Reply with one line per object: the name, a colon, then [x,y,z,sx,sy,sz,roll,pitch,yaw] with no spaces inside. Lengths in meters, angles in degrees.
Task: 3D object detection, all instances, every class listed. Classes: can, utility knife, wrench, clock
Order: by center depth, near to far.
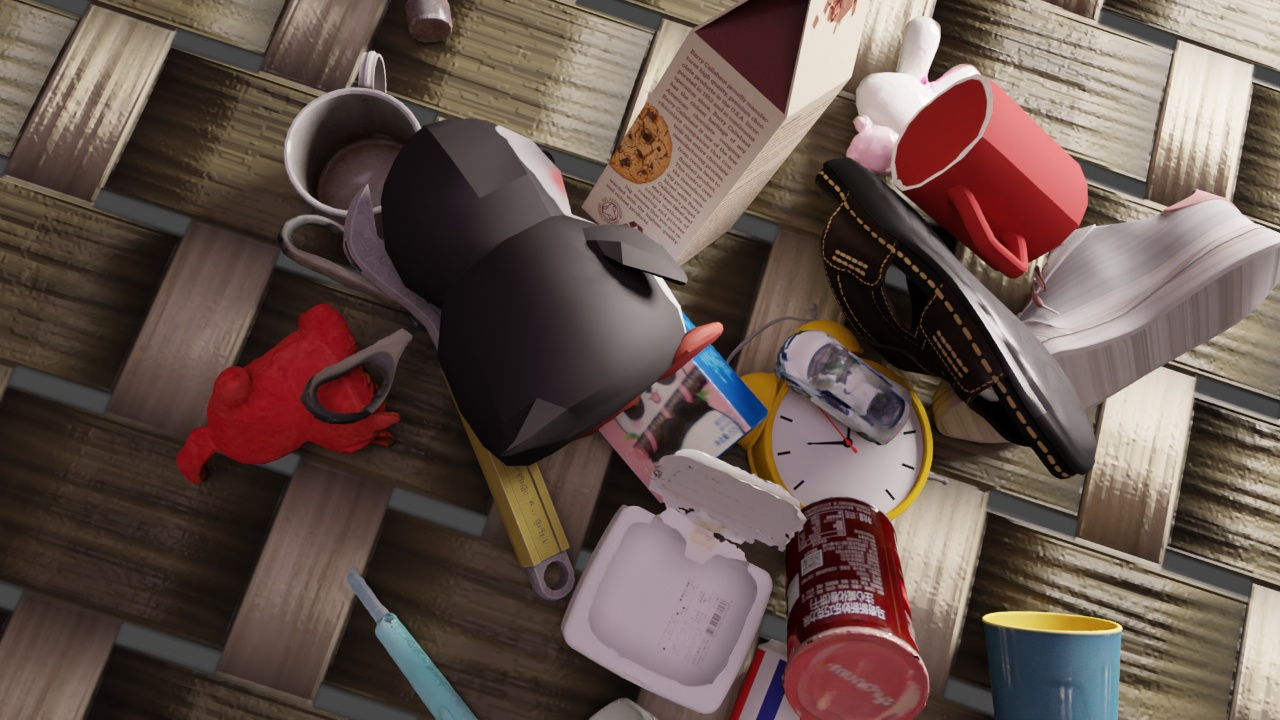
can: [0.079,0.237,0.536,0.070,0.070,0.132,25,78,0]
wrench: [-0.100,0.022,0.554,0.083,0.018,0.273,-24,97,-37]
utility knife: [-0.137,0.184,0.557,0.022,0.015,0.141,-40,84,8]
clock: [0.119,0.042,0.590,0.113,0.052,0.152,-39,88,-11]

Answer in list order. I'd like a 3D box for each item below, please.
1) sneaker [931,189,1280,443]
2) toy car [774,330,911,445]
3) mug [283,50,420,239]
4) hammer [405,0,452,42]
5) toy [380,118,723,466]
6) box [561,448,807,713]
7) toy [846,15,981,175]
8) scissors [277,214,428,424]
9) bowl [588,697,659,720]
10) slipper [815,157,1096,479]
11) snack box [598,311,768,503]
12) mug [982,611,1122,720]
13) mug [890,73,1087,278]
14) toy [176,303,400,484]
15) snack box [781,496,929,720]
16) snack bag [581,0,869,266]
sneaker: [0.287,-0.034,0.602,0.236,0.099,0.089,-29,48,7]
toy car: [0.124,0.015,0.554,0.090,0.027,0.038,34,82,-6]
mug: [-0.174,-0.135,0.589,0.084,0.070,0.113,7,78,-4]
hammer: [-0.016,-0.314,0.659,0.314,0.035,0.137,-9,80,-7]
toy: [-0.073,-0.043,0.488,0.184,0.160,0.139,55,38,5]
box: [0.032,0.119,0.526,0.107,0.132,0.151,28,78,-1]
toy: [0.188,-0.178,0.647,0.079,0.038,0.122,41,78,-11]
scissors: [-0.151,-0.028,0.554,0.157,0.013,0.170,49,46,-13]
bowl: [-0.003,0.256,0.510,0.061,0.118,0.117,29,77,-18]
slipper: [0.167,-0.028,0.549,0.076,0.113,0.267,-47,42,21]
snack box: [-0.003,0.003,0.571,0.154,0.033,0.088,49,122,6]
mug: [0.250,0.219,0.555,0.078,0.078,0.121,1,83,-5]
mug: [0.223,-0.109,0.588,0.096,0.081,0.116,32,48,-23]
toy: [-0.212,0.040,0.549,0.132,0.088,0.094,-38,94,-10]
snack box: [0.114,0.138,0.510,0.072,0.121,0.072,3,116,6]
snack bag: [0.060,-0.151,0.535,0.070,0.207,0.094,44,43,5]
